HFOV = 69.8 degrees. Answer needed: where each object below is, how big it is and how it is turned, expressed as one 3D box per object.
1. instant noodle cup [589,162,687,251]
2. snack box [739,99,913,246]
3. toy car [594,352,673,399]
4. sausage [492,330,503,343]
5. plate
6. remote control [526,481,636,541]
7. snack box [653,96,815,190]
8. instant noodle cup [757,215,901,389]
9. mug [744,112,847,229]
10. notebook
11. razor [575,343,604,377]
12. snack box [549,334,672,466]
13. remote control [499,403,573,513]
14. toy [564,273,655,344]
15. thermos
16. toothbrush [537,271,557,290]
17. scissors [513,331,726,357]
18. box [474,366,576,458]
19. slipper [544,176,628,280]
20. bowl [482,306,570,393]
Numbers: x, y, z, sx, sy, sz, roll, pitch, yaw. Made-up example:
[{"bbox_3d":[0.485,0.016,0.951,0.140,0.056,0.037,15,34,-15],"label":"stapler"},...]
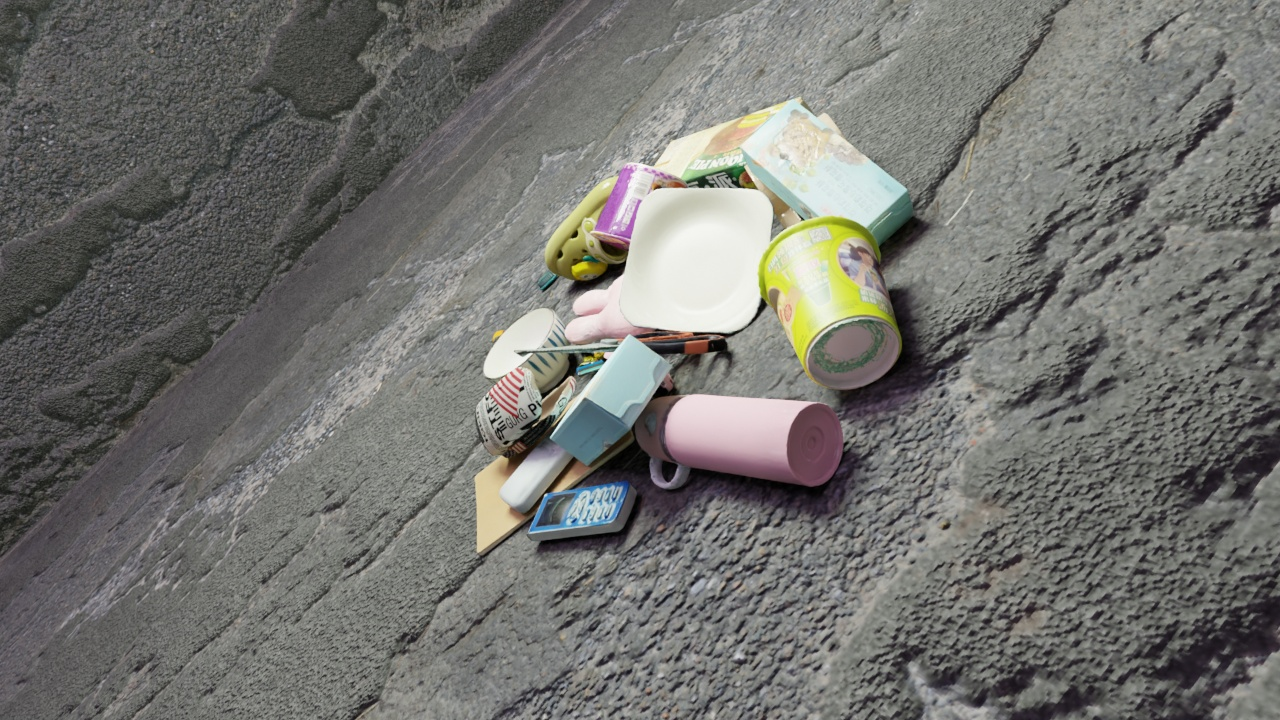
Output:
[{"bbox_3d":[0.005,-0.184,1.133,0.112,0.111,0.099,17,89,59],"label":"instant noodle cup"},{"bbox_3d":[0.182,-0.179,0.910,0.074,0.051,0.175,-42,59,1],"label":"snack box"},{"bbox_3d":[-0.006,0.006,0.973,0.037,0.056,0.122,-52,29,-9],"label":"toy car"},{"bbox_3d":[-0.161,-0.032,1.262,0.165,0.021,0.021,0,50,53],"label":"sausage"},{"bbox_3d":[0.064,-0.107,0.995,0.164,0.034,0.163,6,79,27],"label":"plate"},{"bbox_3d":[-0.056,0.146,0.876,0.125,0.024,0.048,-14,39,40],"label":"remote control"},{"bbox_3d":[0.109,-0.250,1.174,0.241,0.063,0.114,-5,46,49],"label":"snack box"},{"bbox_3d":[0.164,-0.043,0.777,0.112,0.111,0.123,-32,37,20],"label":"instant noodle cup"},{"bbox_3d":[0.186,-0.192,0.991,0.104,0.084,0.124,-34,53,13],"label":"mug"},{"bbox_3d":[-0.101,0.108,1.004,0.208,0.008,0.147,-38,28,10],"label":"notebook"},{"bbox_3d":[-0.065,-0.008,1.105,0.042,0.022,0.142,-17,24,-8],"label":"razor"},{"bbox_3d":[-0.032,0.042,0.870,0.074,0.051,0.175,-55,3,-23],"label":"snack box"},{"bbox_3d":[-0.094,0.101,0.971,0.135,0.020,0.056,-50,28,-13],"label":"remote control"},{"bbox_3d":[-0.016,-0.069,1.086,0.160,0.054,0.121,-16,38,28],"label":"toy"},{"bbox_3d":[0.073,0.073,0.777,0.199,0.067,0.087,-1,79,51],"label":"thermos"},{"bbox_3d":[-0.083,-0.174,1.363,0.191,0.018,0.016,-44,27,-2],"label":"toothbrush"},{"bbox_3d":[-0.023,-0.015,0.906,0.209,0.015,0.185,2,9,10],"label":"scissors"},{"bbox_3d":[-0.119,0.059,1.001,0.163,0.087,0.076,-40,64,51],"label":"box"},{"bbox_3d":[-0.057,-0.163,1.225,0.191,0.091,0.081,-48,59,40],"label":"slipper"},{"bbox_3d":[-0.130,-0.002,1.133,0.117,0.066,0.116,-32,31,21],"label":"bowl"}]
